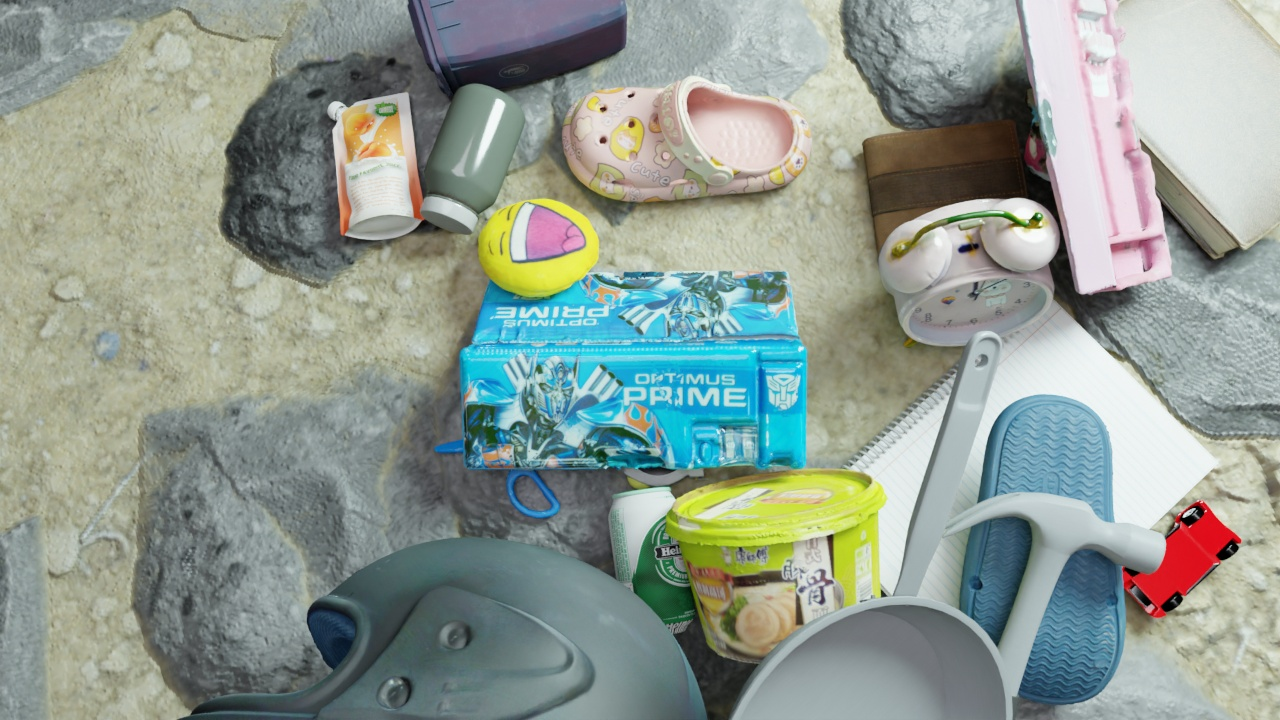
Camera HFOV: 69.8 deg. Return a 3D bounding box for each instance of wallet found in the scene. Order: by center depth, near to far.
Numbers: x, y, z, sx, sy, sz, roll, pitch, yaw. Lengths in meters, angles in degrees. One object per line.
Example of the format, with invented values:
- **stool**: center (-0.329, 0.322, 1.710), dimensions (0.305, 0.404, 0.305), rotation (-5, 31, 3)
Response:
- **wallet**: center (0.239, -0.133, 0.715), dimensions (0.121, 0.027, 0.098), rotation (-6, 81, 1)

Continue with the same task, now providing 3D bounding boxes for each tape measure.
- **tape measure**: center (0.017, 0.064, 0.689), dimensions (0.065, 0.017, 0.064), rotation (-3, 78, 3)

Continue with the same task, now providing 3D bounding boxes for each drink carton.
- **drink carton**: center (-0.215, -0.162, 0.743), dimensions (0.069, 0.039, 0.122), rotation (-11, 72, 0)

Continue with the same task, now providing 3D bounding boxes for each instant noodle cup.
- **instant noodle cup**: center (0.094, 0.134, 0.610), dimensions (0.146, 0.146, 0.098), rotation (-9, 94, 1)

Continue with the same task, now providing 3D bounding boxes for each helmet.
- **helmet**: center (-0.113, 0.226, 0.553), dimensions (0.316, 0.249, 0.235), rotation (8, 50, 9)

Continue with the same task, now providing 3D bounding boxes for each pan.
- **pan**: center (0.145, 0.154, 0.531), dimensions (0.200, 0.051, 0.357), rotation (7, 99, -21)

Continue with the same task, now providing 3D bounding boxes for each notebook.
- **notebook**: center (0.271, 0.089, 0.673), dimensions (0.245, 0.013, 0.178), rotation (-41, 80, -5)
- **notebook**: center (0.454, -0.214, 0.713), dimensions (0.190, 0.034, 0.215), rotation (-36, 79, -4)

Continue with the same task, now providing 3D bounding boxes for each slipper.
- **slipper**: center (0.273, 0.129, 0.632), dimensions (0.104, 0.059, 0.213), rotation (0, 92, 12)
- **slipper**: center (0.036, -0.174, 0.706), dimensions (0.197, 0.081, 0.093), rotation (3, 80, 1)

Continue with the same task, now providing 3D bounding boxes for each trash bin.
- **trash bin**: center (-0.098, -0.276, 0.728), dimensions (0.161, 0.094, 0.092), rotation (-17, 87, -2)

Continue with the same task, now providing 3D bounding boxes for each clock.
- **clock**: center (0.225, -0.064, 0.630), dimensions (0.117, 0.158, 0.058), rotation (-11, 64, 15)

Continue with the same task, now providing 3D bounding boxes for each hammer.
- **hammer**: center (0.224, 0.234, 0.601), dimensions (0.125, 0.029, 0.311), rotation (19, 95, 13)

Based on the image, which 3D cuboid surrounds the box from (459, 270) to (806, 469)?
- **box**: center (-0.005, -0.003, 0.665), dimensions (0.243, 0.071, 0.170), rotation (-1, 69, 4)

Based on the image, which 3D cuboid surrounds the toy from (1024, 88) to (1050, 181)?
- **toy**: center (0.319, -0.154, 0.702), dimensions (0.102, 0.050, 0.065), rotation (41, 54, -20)

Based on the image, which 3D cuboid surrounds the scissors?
- **scissors**: center (-0.090, 0.057, 0.698), dimensions (0.127, 0.015, 0.125), rotation (-37, 80, -8)

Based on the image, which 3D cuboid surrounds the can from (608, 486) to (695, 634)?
- **can**: center (0.008, 0.144, 0.655), dimensions (0.053, 0.053, 0.101), rotation (-8, 78, 1)

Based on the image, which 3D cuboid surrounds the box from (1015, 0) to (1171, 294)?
- **box**: center (0.301, -0.161, 0.635), dimensions (0.178, 0.039, 0.232), rotation (-9, 88, -44)

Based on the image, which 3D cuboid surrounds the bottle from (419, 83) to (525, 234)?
- **bottle**: center (-0.134, -0.157, 0.721), dimensions (0.060, 0.060, 0.108), rotation (17, 80, 6)

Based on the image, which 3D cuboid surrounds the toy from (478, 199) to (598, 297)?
- **toy**: center (-0.079, -0.087, 0.706), dimensions (0.094, 0.041, 0.095), rotation (5, 53, 2)

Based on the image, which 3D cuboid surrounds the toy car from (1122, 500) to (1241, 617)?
- **toy car**: center (0.381, 0.140, 0.650), dimensions (0.089, 0.025, 0.038), rotation (-40, 79, -5)
